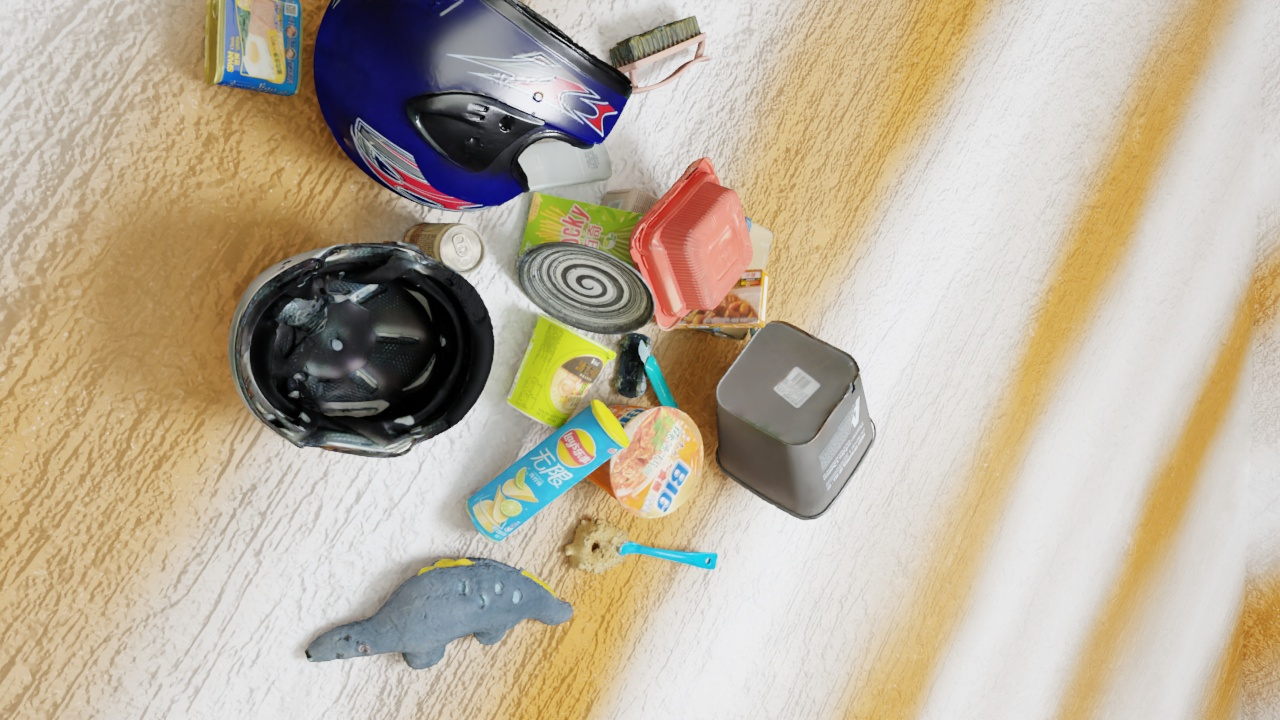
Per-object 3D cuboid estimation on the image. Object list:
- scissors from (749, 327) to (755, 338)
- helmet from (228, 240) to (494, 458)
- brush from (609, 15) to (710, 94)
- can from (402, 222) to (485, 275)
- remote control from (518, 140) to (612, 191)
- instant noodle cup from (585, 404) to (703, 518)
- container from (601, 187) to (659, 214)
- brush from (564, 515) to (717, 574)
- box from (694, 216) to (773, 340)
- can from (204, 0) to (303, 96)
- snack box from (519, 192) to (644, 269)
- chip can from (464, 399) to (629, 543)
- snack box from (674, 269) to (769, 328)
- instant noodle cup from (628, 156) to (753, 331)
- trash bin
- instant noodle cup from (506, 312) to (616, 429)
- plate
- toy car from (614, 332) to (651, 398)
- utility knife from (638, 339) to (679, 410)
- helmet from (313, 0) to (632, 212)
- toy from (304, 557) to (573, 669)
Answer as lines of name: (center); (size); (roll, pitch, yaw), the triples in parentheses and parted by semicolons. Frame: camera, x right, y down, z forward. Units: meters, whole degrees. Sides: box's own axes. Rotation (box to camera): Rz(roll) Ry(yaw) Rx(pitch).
scissors: (0.160, -0.070, 1.315); (0.017, 0.137, 0.074); (12, 119, -9)
helmet: (-0.312, -0.017, 0.984); (0.273, 0.157, 0.230); (-5, 103, -44)
brush: (0.032, -0.405, 1.214); (0.145, 0.063, 0.073); (-31, 110, -29)
can: (-0.226, -0.128, 1.048); (0.058, 0.116, 0.058); (-6, 101, -33)
remote control: (-0.106, -0.248, 1.163); (0.149, 0.021, 0.058); (-15, 87, -32)
instant noodle cup: (-0.007, 0.127, 1.241); (0.151, 0.111, 0.151); (-6, 101, -34)
container: (0.003, -0.170, 1.217); (0.111, 0.090, 0.090); (22, 85, -32)
brush: (0.009, 0.274, 1.311); (0.254, 0.046, 0.083); (14, 86, -29)
box: (0.128, -0.123, 1.309); (0.061, 0.090, 0.184); (14, 87, -34)
can: (-0.395, -0.326, 0.938); (0.083, 0.057, 0.102); (0, 98, -37)
snack box: (-0.067, -0.153, 1.148); (0.156, 0.026, 0.085); (13, 89, 10)
chip can: (-0.117, 0.138, 1.139); (0.210, 0.071, 0.071); (-37, 120, 8)
snack box: (0.099, -0.082, 1.252); (0.026, 0.154, 0.075); (21, 73, -58)
instant noodle cup: (0.073, -0.142, 1.151); (0.188, 0.079, 0.165); (-50, 137, -27)
trash bin: (0.212, 0.077, 1.280); (0.198, 0.199, 0.220); (-52, 154, -16)
instant noodle cup: (-0.108, 0.019, 1.166); (0.111, 0.112, 0.123); (28, 89, -34)
plate: (-0.066, -0.093, 1.137); (0.179, 0.180, 0.024); (39, 53, -32)
toy car: (-0.007, 0.007, 1.267); (0.034, 0.043, 0.090); (12, 85, -69)
utility knife: (0.027, 0.034, 1.279); (0.029, 0.013, 0.182); (-60, 145, -30)
helmet: (-0.189, -0.277, 0.978); (0.315, 0.247, 0.241); (23, 112, -38)
toy: (-0.229, 0.310, 1.142); (0.355, 0.091, 0.138); (-2, 127, -33)
